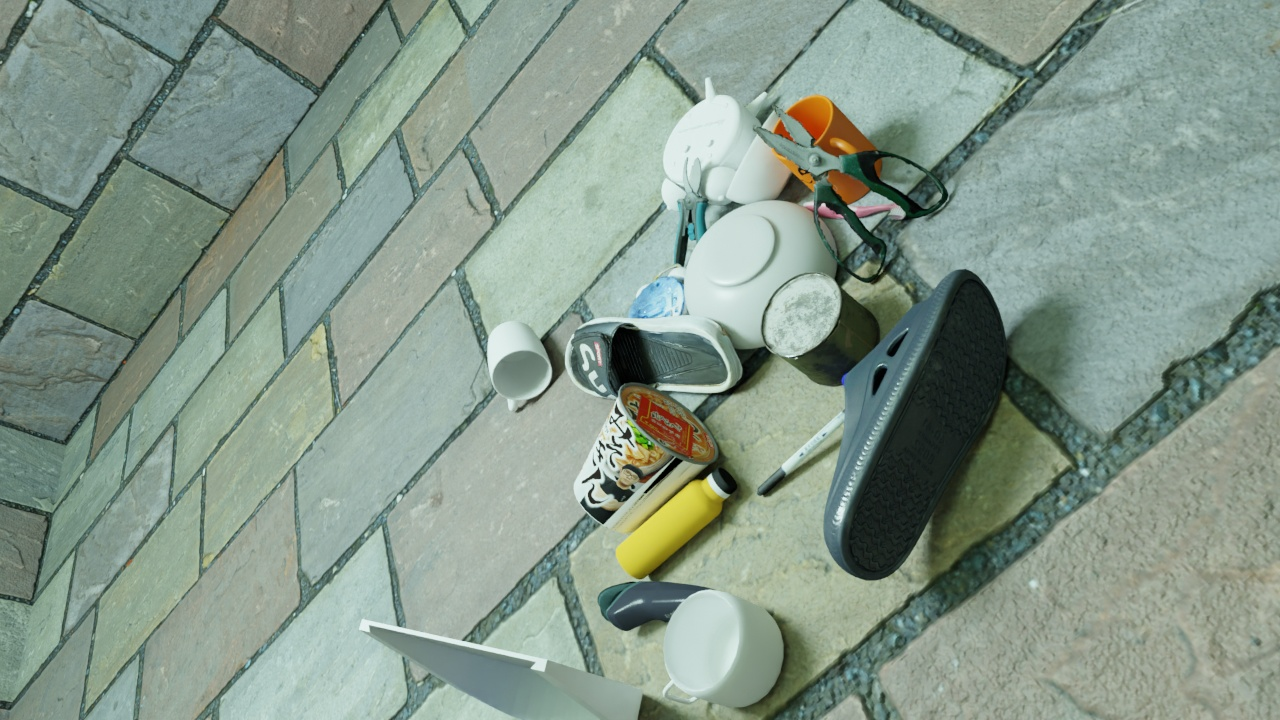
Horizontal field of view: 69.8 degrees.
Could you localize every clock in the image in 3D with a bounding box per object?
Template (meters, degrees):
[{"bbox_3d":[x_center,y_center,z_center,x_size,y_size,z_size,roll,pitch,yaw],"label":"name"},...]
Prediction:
[{"bbox_3d":[0.085,-0.266,1.143,0.126,0.072,0.160,0,66,48],"label":"clock"},{"bbox_3d":[0.031,-0.063,1.087,0.089,0.052,0.125,-25,49,36],"label":"clock"}]

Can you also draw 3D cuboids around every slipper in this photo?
[{"bbox_3d":[-0.006,0.006,1.035,0.264,0.111,0.062,-3,30,42],"label":"slipper"},{"bbox_3d":[0.215,0.051,0.760,0.083,0.110,0.267,10,68,58],"label":"slipper"}]

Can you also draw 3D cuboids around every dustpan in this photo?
[{"bbox_3d":[-0.106,0.302,0.834,0.192,0.257,0.053,2,66,29],"label":"dustpan"}]

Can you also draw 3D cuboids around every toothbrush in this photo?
[{"bbox_3d":[0.223,-0.158,0.964,0.135,0.021,0.016,11,65,48],"label":"toothbrush"}]

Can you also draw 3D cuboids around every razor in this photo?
[{"bbox_3d":[0.021,0.242,0.910,0.143,0.047,0.052,-12,33,40],"label":"razor"}]

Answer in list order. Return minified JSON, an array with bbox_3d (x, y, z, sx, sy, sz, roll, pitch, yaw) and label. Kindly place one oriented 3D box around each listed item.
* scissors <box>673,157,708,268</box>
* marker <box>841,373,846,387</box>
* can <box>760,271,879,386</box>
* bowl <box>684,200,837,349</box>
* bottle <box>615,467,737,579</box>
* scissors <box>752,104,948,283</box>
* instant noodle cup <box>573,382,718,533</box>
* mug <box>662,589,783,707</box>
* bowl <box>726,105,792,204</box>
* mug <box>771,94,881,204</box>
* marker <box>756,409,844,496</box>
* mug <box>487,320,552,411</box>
[{"bbox_3d":[0.062,-0.160,1.102,0.126,0.019,0.154,-50,57,42],"label":"scissors"},{"bbox_3d":[0.217,0.065,0.826,0.020,0.020,0.141,-42,41,21],"label":"marker"},{"bbox_3d":[0.174,-0.030,0.890,0.090,0.074,0.089,-25,51,34],"label":"can"},{"bbox_3d":[0.116,-0.104,0.982,0.177,0.066,0.176,-17,56,27],"label":"bowl"},{"bbox_3d":[0.038,0.164,0.937,0.144,0.043,0.043,-44,40,18],"label":"bottle"},{"bbox_3d":[0.183,-0.162,0.906,0.137,0.210,0.015,-63,-2,14],"label":"scissors"},{"bbox_3d":[-0.003,0.109,0.969,0.122,0.123,0.123,-54,37,21],"label":"instant noodle cup"},{"bbox_3d":[0.068,0.265,0.819,0.116,0.068,0.094,-50,39,11],"label":"mug"},{"bbox_3d":[0.148,-0.222,1.038,0.114,0.050,0.115,-58,-5,-8],"label":"bowl"},{"bbox_3d":[0.205,-0.214,0.958,0.077,0.096,0.112,-57,38,3],"label":"mug"},{"bbox_3d":[0.161,0.081,0.866,0.152,0.011,0.011,-48,39,28],"label":"marker"},{"bbox_3d":[-0.171,0.011,1.252,0.087,0.081,0.114,-116,33,-54],"label":"mug"}]
